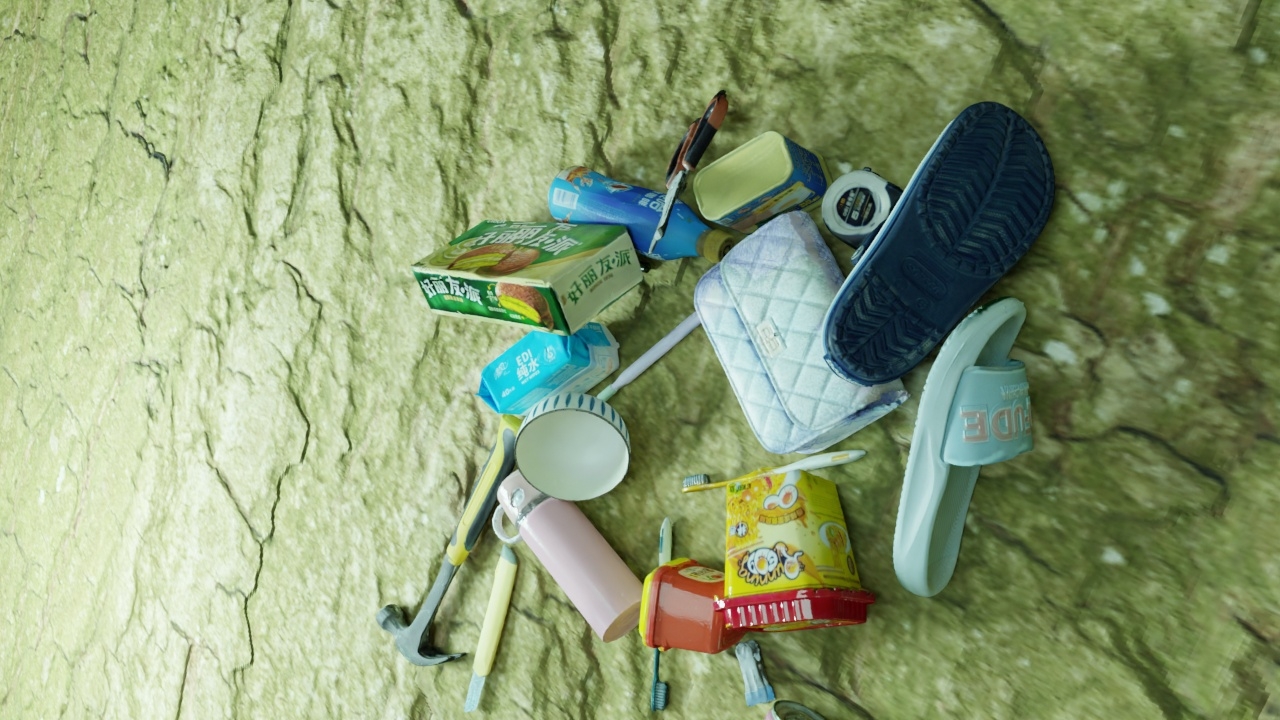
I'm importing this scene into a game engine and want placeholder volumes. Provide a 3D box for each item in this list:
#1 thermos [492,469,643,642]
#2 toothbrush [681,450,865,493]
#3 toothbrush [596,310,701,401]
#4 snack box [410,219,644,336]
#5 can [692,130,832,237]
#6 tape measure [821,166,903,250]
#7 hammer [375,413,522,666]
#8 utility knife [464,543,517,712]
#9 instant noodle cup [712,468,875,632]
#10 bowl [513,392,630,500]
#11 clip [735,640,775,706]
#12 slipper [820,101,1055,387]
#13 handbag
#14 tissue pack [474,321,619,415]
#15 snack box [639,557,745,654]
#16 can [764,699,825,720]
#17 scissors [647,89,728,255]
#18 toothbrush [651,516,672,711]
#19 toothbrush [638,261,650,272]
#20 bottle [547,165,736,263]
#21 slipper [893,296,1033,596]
[{"bbox_3d":[-0.078,0.200,0.945,0.198,0.067,0.087,44,99,27],"label":"thermos"},{"bbox_3d":[0.118,0.101,0.852,0.192,0.016,0.018,-17,70,33],"label":"toothbrush"},{"bbox_3d":[-0.006,0.005,0.942,0.190,0.029,0.021,-38,107,24],"label":"toothbrush"},{"bbox_3d":[-0.121,-0.090,0.944,0.240,0.114,0.063,11,130,45],"label":"snack box"},{"bbox_3d":[0.111,-0.159,0.836,0.102,0.083,0.057,-26,72,30],"label":"can"},{"bbox_3d":[0.195,-0.133,0.807,0.066,0.033,0.066,41,107,27],"label":"tape measure"},{"bbox_3d":[-0.202,0.211,1.052,0.126,0.031,0.324,35,105,31],"label":"hammer"},{"bbox_3d":[-0.170,0.304,1.030,0.031,0.021,0.198,18,90,39],"label":"utility knife"},{"bbox_3d":[0.128,0.165,0.790,0.116,0.116,0.123,-17,65,33],"label":"instant noodle cup"},{"bbox_3d":[-0.067,0.079,0.936,0.117,0.116,0.066,-42,21,24],"label":"bowl"},{"bbox_3d":[0.104,0.287,0.845,0.026,0.041,0.058,-25,68,33],"label":"clip"},{"bbox_3d":[0.236,-0.085,0.742,0.105,0.095,0.252,35,86,0],"label":"slipper"},{"bbox_3d":[0.136,-0.018,0.813,0.134,0.075,0.193,-36,68,28],"label":"handbag"},{"bbox_3d":[-0.097,0.007,0.960,0.140,0.089,0.063,-35,67,27],"label":"tissue pack"},{"bbox_3d":[0.052,0.229,0.844,0.080,0.091,0.082,7,91,27],"label":"snack box"},{"bbox_3d":[0.115,0.377,0.806,0.058,0.057,0.147,26,101,33],"label":"can"},{"bbox_3d":[0.043,-0.176,0.833,0.015,0.205,0.197,32,95,-12],"label":"scissors"},{"bbox_3d":[0.024,0.250,0.905,0.018,0.016,0.191,3,88,24],"label":"toothbrush"},{"bbox_3d":[-0.066,-0.110,0.996,0.186,0.012,0.017,14,100,34],"label":"toothbrush"},{"bbox_3d":[0.001,-0.141,0.915,0.219,0.065,0.065,25,100,35],"label":"bottle"},{"bbox_3d":[0.258,0.071,0.710,0.074,0.103,0.245,18,101,37],"label":"slipper"}]
